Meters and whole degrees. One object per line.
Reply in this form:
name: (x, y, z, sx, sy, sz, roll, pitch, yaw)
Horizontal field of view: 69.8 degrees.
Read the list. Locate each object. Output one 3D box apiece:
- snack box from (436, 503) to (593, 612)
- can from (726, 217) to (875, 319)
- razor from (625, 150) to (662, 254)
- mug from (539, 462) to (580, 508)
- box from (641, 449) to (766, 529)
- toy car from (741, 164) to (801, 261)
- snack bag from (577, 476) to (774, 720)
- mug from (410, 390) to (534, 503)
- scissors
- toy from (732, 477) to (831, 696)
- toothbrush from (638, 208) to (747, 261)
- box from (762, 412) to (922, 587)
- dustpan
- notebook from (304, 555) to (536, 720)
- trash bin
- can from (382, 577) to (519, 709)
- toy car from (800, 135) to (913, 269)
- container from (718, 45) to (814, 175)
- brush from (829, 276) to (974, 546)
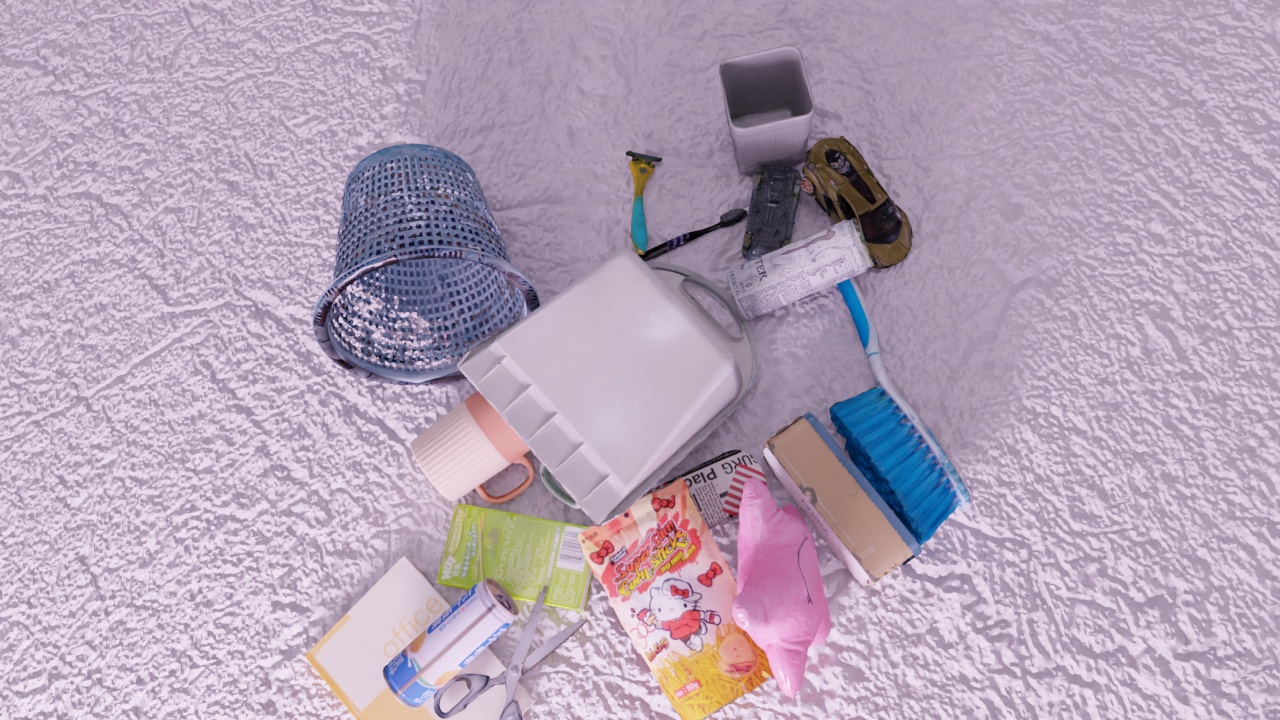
snack box: (-0.125, 0.203, 0.946, 0.156, 0.026, 0.085, 8, 73, 10)
can: (0.167, -0.096, 0.966, 0.147, 0.058, 0.058, -23, 69, 17)
razor: (0.001, -0.179, 1.051, 0.043, 0.028, 0.132, 9, 68, -22)
mug: (-0.054, 0.106, 0.943, 0.112, 0.082, 0.106, -44, 73, 23)
box: (0.052, 0.147, 0.935, 0.164, 0.055, 0.070, -25, 58, 0)
toy car: (0.146, -0.160, 1.020, 0.054, 0.037, 0.120, 10, 78, 7)
snack bag: (0.036, 0.230, 0.879, 0.129, 0.073, 0.207, -32, 76, 9)
mug: (-0.167, 0.098, 0.965, 0.106, 0.081, 0.114, -36, 100, -3)
scissors: (-0.127, 0.311, 0.900, 0.178, 0.014, 0.159, -14, 74, 8)
toy: (0.134, 0.206, 0.853, 0.075, 0.178, 0.194, -17, 37, 25)
toothbrush: (0.034, -0.131, 1.039, 0.189, 0.017, 0.014, -24, 71, 2)
box: (0.195, 0.141, 0.888, 0.060, 0.090, 0.184, -37, 73, -6)
dustpan: (-0.006, 0.006, 0.944, 0.257, 0.142, 0.222, -43, 76, 0)
notebook: (-0.226, 0.321, 0.930, 0.206, 0.010, 0.145, 42, 82, 18)
trash bin: (-0.234, -0.114, 0.982, 0.226, 0.227, 0.194, -16, 58, 3)
can: (-0.184, 0.275, 0.898, 0.134, 0.053, 0.053, -42, 71, 0)
toy car: (0.237, -0.171, 0.993, 0.070, 0.042, 0.158, -37, 88, -16)
container: (0.139, -0.270, 1.015, 0.090, 0.114, 0.090, -10, 71, 4)
brush: (0.237, 0.029, 0.940, 0.109, 0.060, 0.314, -28, 68, -7)
